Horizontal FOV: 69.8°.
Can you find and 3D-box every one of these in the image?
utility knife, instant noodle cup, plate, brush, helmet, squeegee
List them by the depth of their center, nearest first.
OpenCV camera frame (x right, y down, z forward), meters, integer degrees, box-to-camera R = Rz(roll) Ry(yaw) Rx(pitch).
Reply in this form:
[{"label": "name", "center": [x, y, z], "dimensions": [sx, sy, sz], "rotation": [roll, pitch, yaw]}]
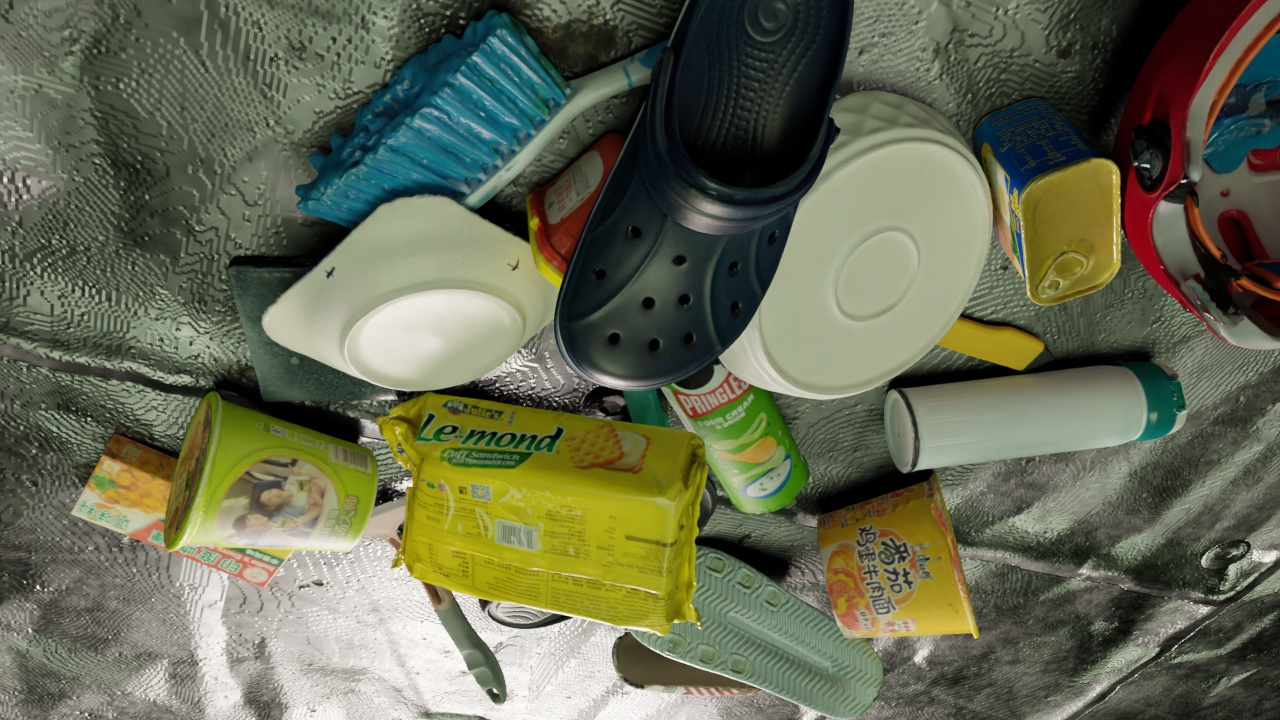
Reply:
[{"label": "brush", "center": [-0.043, -0.154, 0.504], "dimensions": [0.315, 0.060, 0.109], "rotation": [-34, 134, 18]}, {"label": "helmet", "center": [0.365, -0.135, 0.520], "dimensions": [0.207, 0.143, 0.240], "rotation": [-17, 118, 2]}, {"label": "plate", "center": [0.135, -0.060, 0.572], "dimensions": [0.204, 0.045, 0.205], "rotation": [-13, 124, -20]}, {"label": "plate", "center": [-0.130, -0.024, 0.573], "dimensions": [0.164, 0.034, 0.164], "rotation": [-33, 147, 26]}, {"label": "instant noodle cup", "center": [-0.261, 0.091, 0.661], "dimensions": [0.123, 0.111, 0.112], "rotation": [19, 127, -33]}, {"label": "utility knife", "center": [-0.004, 0.004, 0.675], "dimensions": [0.029, 0.013, 0.183], "rotation": [-15, 134, 1]}, {"label": "utility knife", "center": [0.226, -0.026, 0.679], "dimensions": [0.201, 0.015, 0.033], "rotation": [15, 129, -21]}, {"label": "instant noodle cup", "center": [0.219, 0.176, 0.791], "dimensions": [0.110, 0.137, 0.138], "rotation": [-14, 133, 17]}, {"label": "squeegee", "center": [-0.179, 0.213, 0.807], "dimensions": [0.248, 0.040, 0.250], "rotation": [-20, 117, 15]}]

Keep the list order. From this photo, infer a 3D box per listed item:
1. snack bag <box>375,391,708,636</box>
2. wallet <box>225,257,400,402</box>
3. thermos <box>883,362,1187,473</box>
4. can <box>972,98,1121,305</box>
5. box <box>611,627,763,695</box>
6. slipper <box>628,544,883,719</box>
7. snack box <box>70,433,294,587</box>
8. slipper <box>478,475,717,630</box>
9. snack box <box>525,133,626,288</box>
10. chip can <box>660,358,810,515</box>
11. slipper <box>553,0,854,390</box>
[{"label": "snack bag", "center": [-0.069, 0.115, 0.669], "dimensions": [0.246, 0.068, 0.158], "rotation": [9, 120, 8]}, {"label": "wallet", "center": [-0.218, -0.018, 0.623], "dimensions": [0.097, 0.019, 0.121], "rotation": [-1, 131, -6]}, {"label": "thermos", "center": [0.311, 0.042, 0.723], "dimensions": [0.224, 0.073, 0.073], "rotation": [-7, 133, -3]}, {"label": "can", "center": [0.250, -0.100, 0.570], "dimensions": [0.057, 0.083, 0.102], "rotation": [-19, 132, 10]}, {"label": "box", "center": [0.056, 0.270, 0.888], "dimensions": [0.162, 0.075, 0.087], "rotation": [8, 118, -15]}, {"label": "slipper", "center": [0.103, 0.247, 0.841], "dimensions": [0.245, 0.104, 0.074], "rotation": [25, 171, 0]}, {"label": "snack box", "center": [-0.346, 0.119, 0.713], "dimensions": [0.155, 0.027, 0.077], "rotation": [30, 122, -23]}, {"label": "slipper", "center": [-0.036, 0.182, 0.788], "dimensions": [0.110, 0.083, 0.269], "rotation": [32, 122, -33]}, {"label": "snack box", "center": [-0.020, -0.083, 0.545], "dimensions": [0.082, 0.091, 0.080], "rotation": [35, 112, -30]}, {"label": "chip can", "center": [0.055, 0.022, 0.662], "dimensions": [0.072, 0.072, 0.236], "rotation": [-22, 132, 11]}, {"label": "slipper", "center": [0.042, -0.094, 0.454], "dimensions": [0.105, 0.095, 0.253], "rotation": [21, 98, -12]}]
